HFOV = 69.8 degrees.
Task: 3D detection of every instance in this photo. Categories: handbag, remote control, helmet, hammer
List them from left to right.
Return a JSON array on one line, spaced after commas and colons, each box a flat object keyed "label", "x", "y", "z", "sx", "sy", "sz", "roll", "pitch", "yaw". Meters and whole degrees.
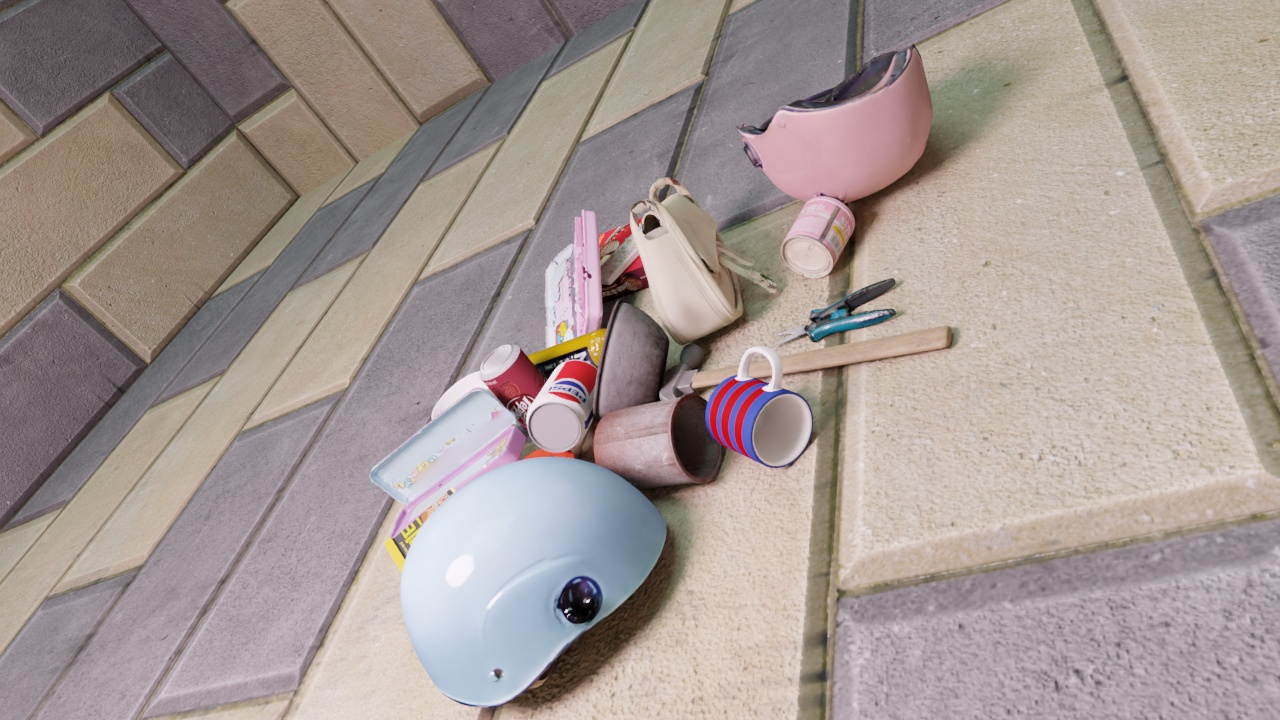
[{"label": "helmet", "x": -0.109, "y": 0.185, "z": 0.868, "sx": 0.265, "sy": 0.167, "sz": 0.225, "roll": -33, "pitch": 18, "yaw": -11}, {"label": "remote control", "x": -0.016, "y": -0.161, "z": 1.343, "sx": 0.135, "sy": 0.011, "sz": 0.050, "roll": -48, "pitch": 30, "yaw": -18}, {"label": "handbag", "x": 0.073, "y": -0.142, "z": 1.139, "sx": 0.132, "sy": 0.184, "sz": 0.228, "roll": -26, "pitch": 12, "yaw": 14}, {"label": "hammer", "x": 0.162, "y": 0.005, "z": 0.970, "sx": 0.332, "sy": 0.031, "sz": 0.119, "roll": -9, "pitch": 32, "yaw": 34}, {"label": "helmet", "x": 0.253, "y": -0.281, "z": 1.143, "sx": 0.230, "sy": 0.152, "sz": 0.255, "roll": -31, "pitch": 16, "yaw": -9}]

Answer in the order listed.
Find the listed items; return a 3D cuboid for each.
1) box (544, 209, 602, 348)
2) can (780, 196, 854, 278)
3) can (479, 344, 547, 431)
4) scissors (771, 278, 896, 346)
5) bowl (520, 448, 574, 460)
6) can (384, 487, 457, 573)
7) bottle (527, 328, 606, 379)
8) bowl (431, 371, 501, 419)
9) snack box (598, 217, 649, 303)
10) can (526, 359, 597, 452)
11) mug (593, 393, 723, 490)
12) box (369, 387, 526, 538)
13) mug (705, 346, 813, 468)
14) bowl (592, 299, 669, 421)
[{"label": "box", "x": -0.090, "y": -0.100, "z": 1.309, "sx": 0.156, "sy": 0.059, "sz": 0.201, "roll": 125, "pitch": 149, "yaw": -48}, {"label": "can", "x": 0.212, "y": -0.147, "z": 1.090, "sx": 0.067, "sy": 0.067, "sz": 0.076, "roll": -4, "pitch": 43, "yaw": 45}, {"label": "can", "x": -0.151, "y": 0.037, "z": 1.174, "sx": 0.063, "sy": 0.114, "sz": 0.063, "roll": -27, "pitch": 30, "yaw": 17}, {"label": "scissors", "x": 0.216, "y": -0.049, "z": 0.993, "sx": 0.120, "sy": 0.019, "sz": 0.150, "roll": -48, "pitch": 29, "yaw": -17}, {"label": "bowl", "x": -0.116, "y": 0.154, "z": 1.048, "sx": 0.122, "sy": 0.035, "sz": 0.121, "roll": -27, "pitch": 30, "yaw": 17}, {"label": "can", "x": -0.215, "y": 0.215, "z": 1.033, "sx": 0.101, "sy": 0.072, "sz": 0.131, "roll": -42, "pitch": 29, "yaw": -13}, {"label": "bottle", "x": -0.072, "y": -0.007, "z": 1.216, "sx": 0.187, "sy": 0.053, "sz": 0.053, "roll": -18, "pitch": 34, "yaw": 29}, {"label": "bowl", "x": -0.236, "y": 0.069, "z": 1.286, "sx": 0.105, "sy": 0.054, "sz": 0.104, "roll": -28, "pitch": 28, "yaw": 16}, {"label": "snack box", "x": -0.024, "y": -0.154, "z": 1.393, "sx": 0.133, "sy": 0.036, "sz": 0.151, "roll": -17, "pitch": 35, "yaw": 32}, {"label": "can", "x": -0.086, "y": 0.052, "z": 1.081, "sx": 0.070, "sy": 0.070, "sz": 0.131, "roll": -27, "pitch": 14, "yaw": 17}, {"label": "mug", "x": 0.027, "y": 0.083, "z": 0.955, "sx": 0.110, "sy": 0.096, "sz": 0.122, "roll": -7, "pitch": 4, "yaw": 37}, {"label": "box", "x": -0.249, "y": 0.129, "z": 1.136, "sx": 0.215, "sy": 0.092, "sz": 0.089, "roll": -36, "pitch": 18, "yaw": 20}, {"label": "mug", "x": 0.114, "y": 0.040, "z": 0.887, "sx": 0.074, "sy": 0.112, "sz": 0.076, "roll": -11, "pitch": 17, "yaw": -28}, {"label": "bowl", "x": -0.006, "y": 0.006, "z": 1.068, "sx": 0.067, "sy": 0.145, "sz": 0.144, "roll": 11, "pitch": 43, "yaw": 5}]
